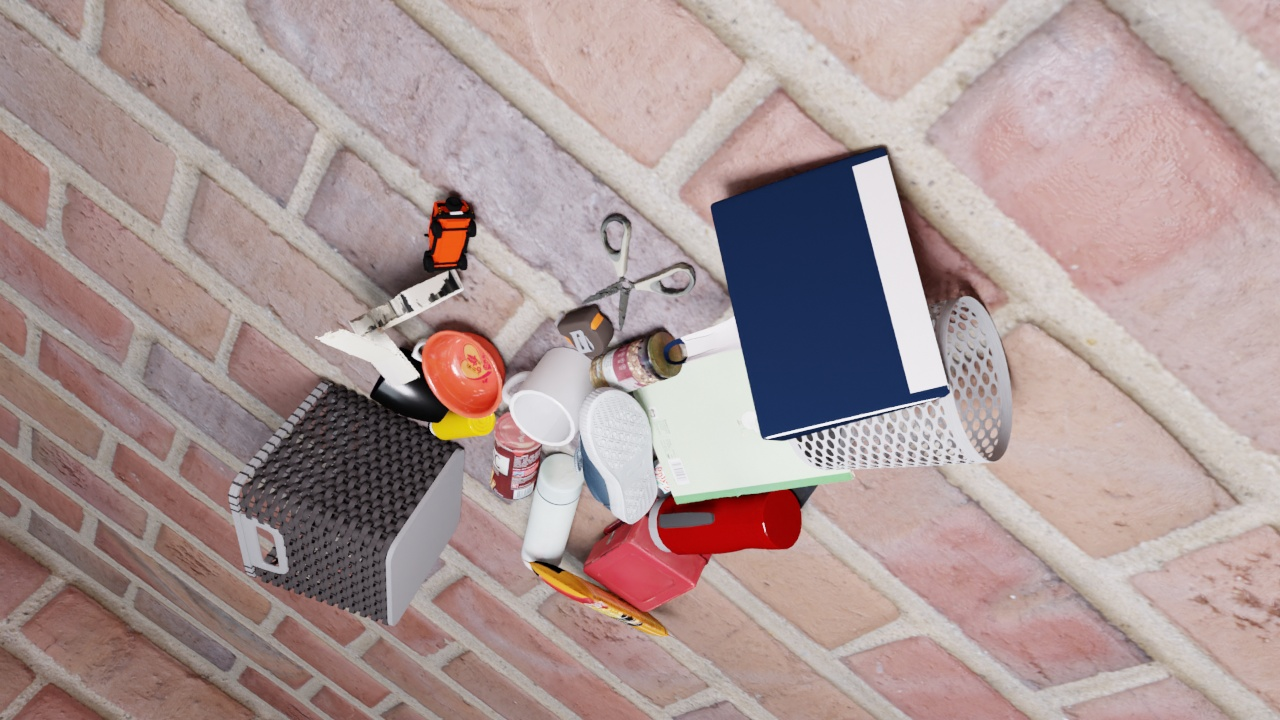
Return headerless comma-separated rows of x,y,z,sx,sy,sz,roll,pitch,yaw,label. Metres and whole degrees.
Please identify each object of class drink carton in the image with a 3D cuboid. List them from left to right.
0.058,0.130,1.186,0.044,0.038,0.129,41,135,-9,drink carton

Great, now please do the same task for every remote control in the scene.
0.179,0.193,1.185,0.047,0.022,0.151,27,136,6,remote control

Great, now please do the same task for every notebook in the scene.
0.110,0.075,1.086,0.253,0.010,0.182,-15,99,38,notebook

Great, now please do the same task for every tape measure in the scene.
-0.066,-0.032,1.112,0.058,0.038,0.059,-9,127,42,tape measure

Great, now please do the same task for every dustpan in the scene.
0.135,-0.043,0.891,0.274,0.080,0.236,-16,78,21,dustpan

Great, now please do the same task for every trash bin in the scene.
0.248,0.032,0.912,0.184,0.156,0.156,-12,121,39,trash bin

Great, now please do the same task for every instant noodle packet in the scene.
-0.062,0.359,1.379,0.220,0.032,0.160,36,165,-37,instant noodle packet

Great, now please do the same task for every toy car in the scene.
-0.229,-0.148,1.094,0.048,0.051,0.100,66,148,29,toy car

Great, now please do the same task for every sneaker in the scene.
-0.042,0.112,1.156,0.087,0.089,0.236,28,146,36,sneaker

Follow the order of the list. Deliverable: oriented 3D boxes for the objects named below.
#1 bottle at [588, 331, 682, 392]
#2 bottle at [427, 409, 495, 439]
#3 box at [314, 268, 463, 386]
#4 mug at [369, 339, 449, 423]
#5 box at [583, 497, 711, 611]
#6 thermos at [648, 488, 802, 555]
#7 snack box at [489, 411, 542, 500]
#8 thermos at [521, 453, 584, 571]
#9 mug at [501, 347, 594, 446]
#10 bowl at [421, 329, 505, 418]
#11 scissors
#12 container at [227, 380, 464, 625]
-0.007,0.006,1.101,0.105,0.056,0.056,-20,116,39,bottle
-0.262,0.091,1.318,0.144,0.043,0.043,-11,122,51,bottle
-0.307,-0.020,1.138,0.144,0.186,0.105,-19,102,46,box
-0.304,0.029,1.284,0.100,0.084,0.119,33,108,-18,mug
0.010,0.284,1.319,0.129,0.087,0.158,35,137,-10,box
0.096,0.205,1.173,0.108,0.084,0.199,10,164,-42,thermos
-0.176,0.136,1.302,0.072,0.072,0.122,24,137,9,snack box
-0.132,0.231,1.364,0.068,0.067,0.231,24,136,8,thermos
-0.119,0.043,1.173,0.121,0.089,0.091,12,133,20,mug
-0.228,0.011,1.230,0.131,0.045,0.131,14,122,24,bowl
-0.011,-0.096,1.046,0.171,0.012,0.158,1,128,31,scissors
-0.433,0.225,1.406,0.244,0.244,0.248,21,135,7,container
